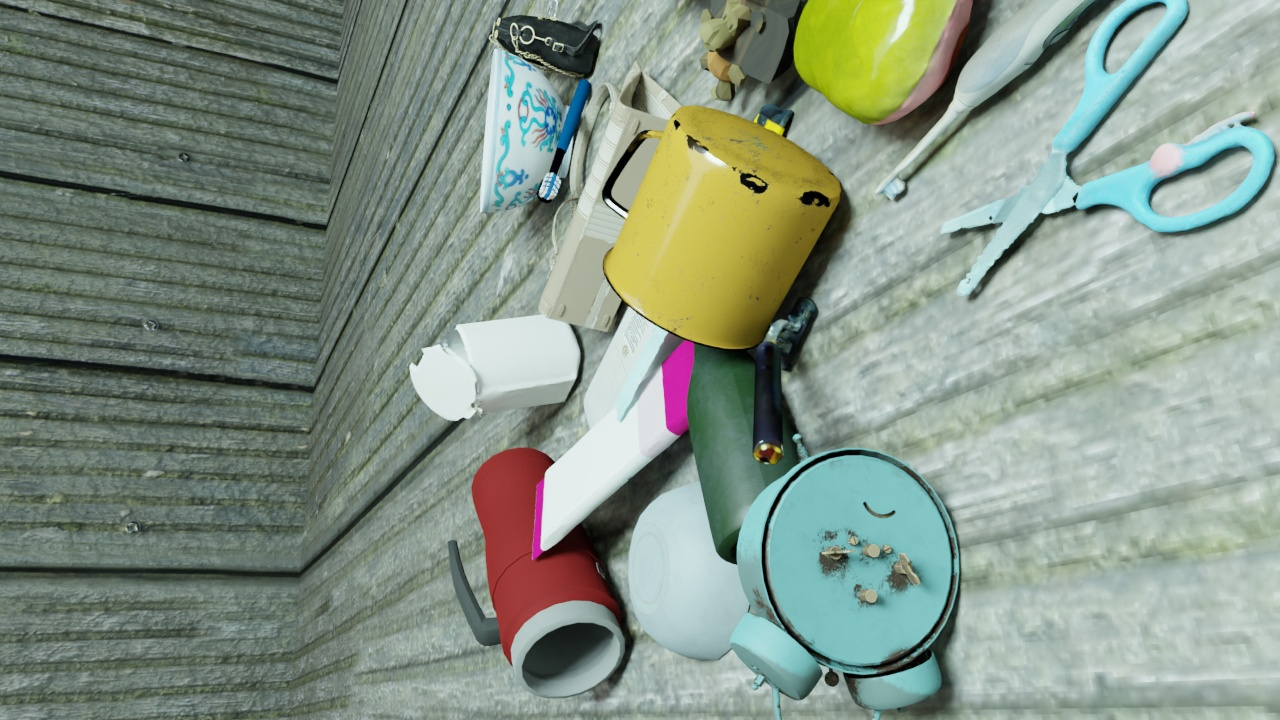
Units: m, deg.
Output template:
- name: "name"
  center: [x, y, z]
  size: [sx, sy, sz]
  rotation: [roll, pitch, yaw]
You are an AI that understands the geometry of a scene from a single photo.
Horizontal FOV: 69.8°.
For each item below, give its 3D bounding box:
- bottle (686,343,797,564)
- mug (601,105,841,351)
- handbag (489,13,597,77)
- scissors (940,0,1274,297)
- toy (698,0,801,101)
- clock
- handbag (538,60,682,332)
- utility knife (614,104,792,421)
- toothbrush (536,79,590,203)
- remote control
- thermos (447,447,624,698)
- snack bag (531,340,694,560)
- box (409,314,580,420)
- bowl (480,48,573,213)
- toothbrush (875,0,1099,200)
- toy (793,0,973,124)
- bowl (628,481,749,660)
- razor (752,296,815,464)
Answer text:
- name: "bottle"
  center: [0.050, 0.022, 0.502]
  size: [0.055, 0.055, 0.174]
  rotation: [-56, 35, 43]
- name: "mug"
  center: [0.035, -0.080, 0.491]
  size: [0.124, 0.100, 0.094]
  rotation: [37, 122, 19]
- name: "handbag"
  center: [-0.092, -0.297, 0.845]
  size: [0.128, 0.079, 0.054]
  rotation: [43, 120, 58]
- name: "scissors"
  center: [0.161, -0.082, 0.346]
  size: [0.141, 0.015, 0.111]
  rotation: [-10, 74, 58]
- name: "toy"
  center: [0.057, -0.187, 0.539]
  size: [0.076, 0.062, 0.100]
  rotation: [65, 156, 14]
- name: "clock"
  center: [0.081, 0.097, 0.379]
  size: [0.053, 0.090, 0.124]
  rotation: [142, 141, -71]
- name: "handbag"
  center: [-0.029, -0.153, 0.730]
  size: [0.197, 0.062, 0.176]
  rotation: [-102, 31, -51]
- name: "utility knife"
  center: [0.033, -0.055, 0.571]
  size: [0.224, 0.019, 0.030]
  rotation: [-65, 27, 21]
- name: "toothbrush"
  center: [-0.062, -0.189, 0.774]
  size: [0.014, 0.014, 0.167]
  rotation: [-42, 27, 44]
- name: "remote control"
  center: [-0.004, 0.004, 0.649]
  size: [0.139, 0.025, 0.060]
  rotation: [-62, 33, 32]
- name: "thermos"
  center: [-0.087, 0.154, 0.691]
  size: [0.198, 0.108, 0.084]
  rotation: [-122, 26, -55]
- name: "snack bag"
  center: [-0.014, 0.058, 0.609]
  size: [0.197, 0.016, 0.070]
  rotation: [-44, 29, 30]
- name: "box"
  center: [-0.121, 0.008, 0.762]
  size: [0.080, 0.143, 0.089]
  rotation: [-56, 47, 53]
- name: "bowl"
  center: [-0.102, -0.203, 0.833]
  size: [0.144, 0.074, 0.144]
  rotation: [-176, 91, -78]
- name: "toothbrush"
  center: [0.151, -0.125, 0.368]
  size: [0.022, 0.024, 0.186]
  rotation: [-52, 2, -40]
- name: "toy"
  center: [0.109, -0.157, 0.428]
  size: [0.110, 0.051, 0.090]
  rotation: [46, 122, 62]
- name: "bowl"
  center: [0.022, 0.125, 0.549]
  size: [0.107, 0.039, 0.106]
  rotation: [-27, 60, 60]
- name: "razor"
  center: [0.063, 0.008, 0.439]
  size: [0.144, 0.022, 0.043]
  rotation: [-62, -8, -64]
